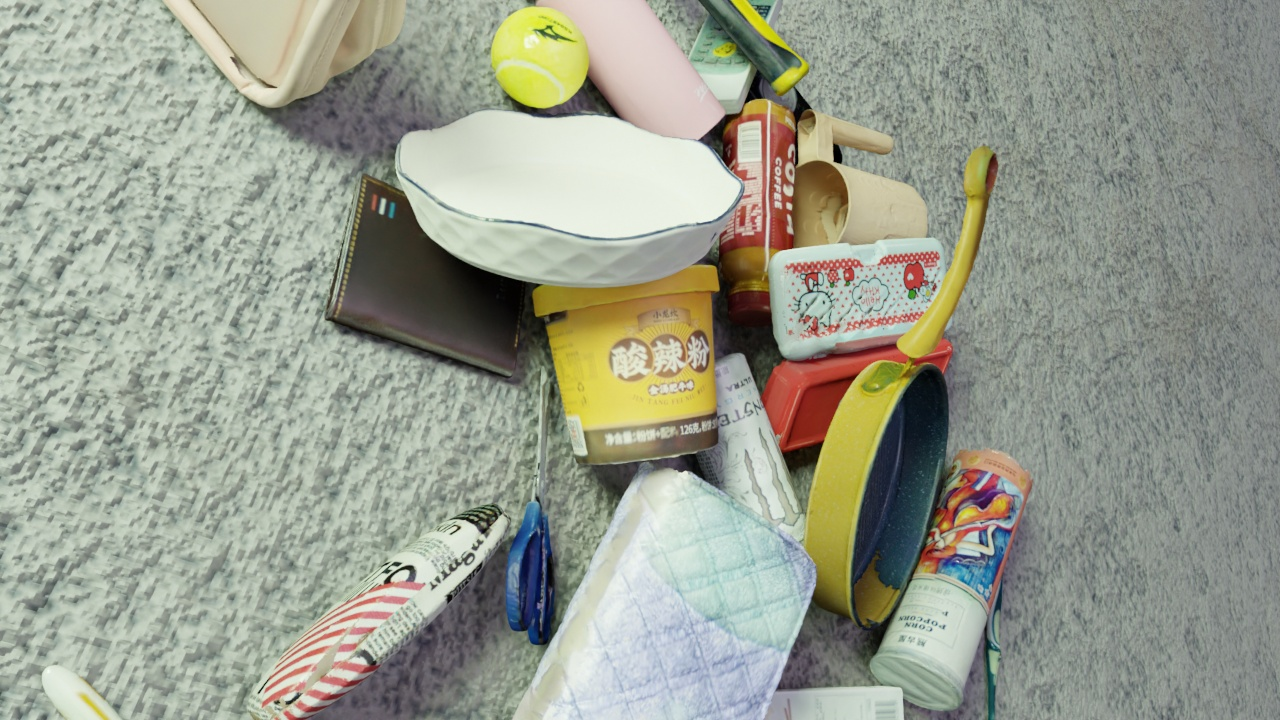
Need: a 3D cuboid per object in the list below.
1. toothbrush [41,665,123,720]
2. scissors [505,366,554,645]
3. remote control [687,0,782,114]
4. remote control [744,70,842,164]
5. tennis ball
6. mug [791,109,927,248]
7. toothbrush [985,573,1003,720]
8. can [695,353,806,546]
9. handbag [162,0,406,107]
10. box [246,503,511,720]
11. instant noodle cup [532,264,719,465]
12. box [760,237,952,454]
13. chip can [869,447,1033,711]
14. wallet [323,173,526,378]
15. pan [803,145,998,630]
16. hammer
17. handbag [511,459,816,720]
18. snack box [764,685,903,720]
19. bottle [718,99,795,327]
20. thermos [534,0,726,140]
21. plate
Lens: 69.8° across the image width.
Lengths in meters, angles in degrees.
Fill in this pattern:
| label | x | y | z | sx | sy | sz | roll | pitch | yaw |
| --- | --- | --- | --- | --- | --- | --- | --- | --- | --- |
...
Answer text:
| label | x | y | z | sx | sy | sz | roll | pitch | yaw |
| --- | --- | --- | --- | --- | --- | --- | --- | --- | --- |
| toothbrush | -0.214 | 0.216 | 0.433 | 0.016 | 0.018 | 0.191 | -44 | 104 | -37 |
| scissors | -0.061 | 0.091 | 0.569 | 0.172 | 0.012 | 0.133 | -80 | 164 | -55 |
| remote control | 0.071 | -0.252 | 0.740 | 0.019 | 0.056 | 0.134 | 68 | 39 | -55 |
| remote control | 0.122 | -0.209 | 0.783 | 0.136 | 0.024 | 0.053 | 46 | 59 | -17 |
| tennis ball | -0.068 | -0.204 | 0.620 | 0.065 | 0.066 | 0.065 | 10 | 72 | -33 |
| mug | 0.174 | -0.137 | 0.761 | 0.103 | 0.084 | 0.124 | 3 | 84 | -37 |
| toothbrush | 0.311 | 0.250 | 0.801 | 0.016 | 0.018 | 0.191 | 21 | 66 | -29 |
| can | 0.071 | 0.071 | 0.651 | 0.058 | 0.058 | 0.146 | -21 | 90 | -37 |
| handbag | -0.185 | -0.252 | 0.442 | 0.193 | 0.235 | 0.093 | 50 | 57 | -15 |
| box | -0.135 | 0.129 | 0.486 | 0.163 | 0.069 | 0.052 | -39 | 110 | -39 |
| instant noodle cup | -0.003 | 0.003 | 0.585 | 0.118 | 0.119 | 0.114 | -7 | 90 | -37 |
| box | 0.173 | -0.015 | 0.715 | 0.200 | 0.058 | 0.161 | -10 | 111 | -37 |
| chip can | 0.259 | 0.172 | 0.751 | 0.071 | 0.071 | 0.214 | 47 | 55 | -17 |
| wallet | -0.127 | -0.050 | 0.568 | 0.122 | 0.020 | 0.096 | 20 | 67 | -33 |
| pan | 0.185 | 0.029 | 0.628 | 0.197 | 0.078 | 0.358 | -38 | 132 | -46 |
| hammer | 0.008 | -0.327 | 0.685 | 0.323 | 0.032 | 0.125 | 47 | 46 | -5 |
| handbag | 0.015 | 0.175 | 0.560 | 0.134 | 0.076 | 0.193 | 34 | 69 | -17 |
| snack box | 0.131 | 0.280 | 0.658 | 0.156 | 0.027 | 0.084 | 12 | 72 | -33 |
| bottle | 0.090 | -0.114 | 0.714 | 0.057 | 0.058 | 0.174 | 15 | 70 | -32 |
| thermos | -0.019 | -0.243 | 0.670 | 0.198 | 0.067 | 0.087 | 50 | 33 | -12 |
| plate | -0.042 | -0.101 | 0.553 | 0.204 | 0.205 | 0.046 | -19 | 129 | -37 |
